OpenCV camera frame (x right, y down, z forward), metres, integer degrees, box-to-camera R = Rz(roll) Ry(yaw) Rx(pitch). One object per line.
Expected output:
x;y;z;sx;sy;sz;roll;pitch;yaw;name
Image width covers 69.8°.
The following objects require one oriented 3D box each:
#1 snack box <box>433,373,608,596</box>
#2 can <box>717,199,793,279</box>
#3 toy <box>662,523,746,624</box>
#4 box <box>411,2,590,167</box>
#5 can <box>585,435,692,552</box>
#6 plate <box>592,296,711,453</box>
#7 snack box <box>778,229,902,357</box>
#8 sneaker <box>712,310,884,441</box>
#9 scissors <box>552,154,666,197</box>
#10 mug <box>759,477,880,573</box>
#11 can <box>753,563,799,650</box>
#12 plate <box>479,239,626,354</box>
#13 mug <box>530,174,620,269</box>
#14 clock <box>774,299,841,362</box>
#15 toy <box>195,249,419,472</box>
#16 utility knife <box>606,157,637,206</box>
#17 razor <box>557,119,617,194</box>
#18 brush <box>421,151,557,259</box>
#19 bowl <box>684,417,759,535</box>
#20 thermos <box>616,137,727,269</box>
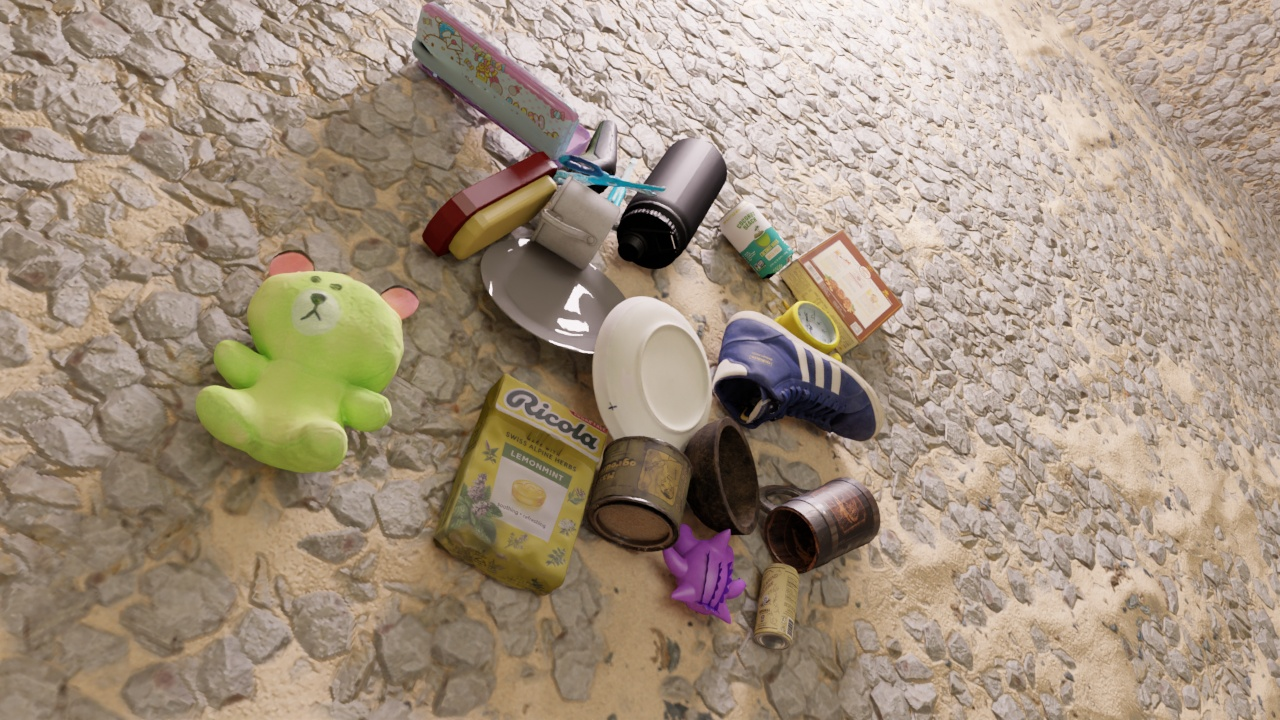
-0.105;0.112;0.836;0.121;0.045;0.180;31;47;-17;snack box
0.152;-0.159;1.207;0.101;0.055;0.054;49;45;0;can
0.065;0.207;0.896;0.106;0.056;0.087;29;52;-21;toy
-0.147;-0.317;1.028;0.214;0.091;0.089;37;45;4;box
-0.001;0.128;0.874;0.090;0.090;0.074;31;48;-17;can
0.024;0.020;0.959;0.182;0.034;0.182;14;71;-47;plate
0.280;-0.097;1.275;0.143;0.041;0.146;53;45;4;snack box
0.184;0.050;1.067;0.233;0.092;0.118;39;41;-9;sneaker
-0.036;-0.201;1.003;0.140;0.118;0.013;12;83;6;scissors
0.186;0.170;1.011;0.107;0.080;0.116;-13;43;-41;mug
0.140;0.251;0.938;0.038;0.038;0.079;32;47;-17;can
-0.087;-0.066;0.968;0.178;0.012;0.178;23;34;-17;plate
-0.071;-0.146;0.987;0.070;0.084;0.113;31;16;-8;mug
0.210;-0.020;1.157;0.083;0.057;0.118;12;49;-32;clock
-0.267;0.006;0.750;0.150;0.107;0.196;16;40;0;toy
-0.031;-0.203;1.126;0.022;0.015;0.166;13;47;6;utility knife
-0.058;-0.250;1.114;0.067;0.054;0.151;21;44;-10;razor
-0.149;-0.158;0.955;0.042;0.082;0.172;49;45;0;brush
0.076;0.124;0.950;0.121;0.056;0.121;42;41;-52;bowl
0.035;-0.185;1.112;0.086;0.086;0.198;39;45;-10;thermos
